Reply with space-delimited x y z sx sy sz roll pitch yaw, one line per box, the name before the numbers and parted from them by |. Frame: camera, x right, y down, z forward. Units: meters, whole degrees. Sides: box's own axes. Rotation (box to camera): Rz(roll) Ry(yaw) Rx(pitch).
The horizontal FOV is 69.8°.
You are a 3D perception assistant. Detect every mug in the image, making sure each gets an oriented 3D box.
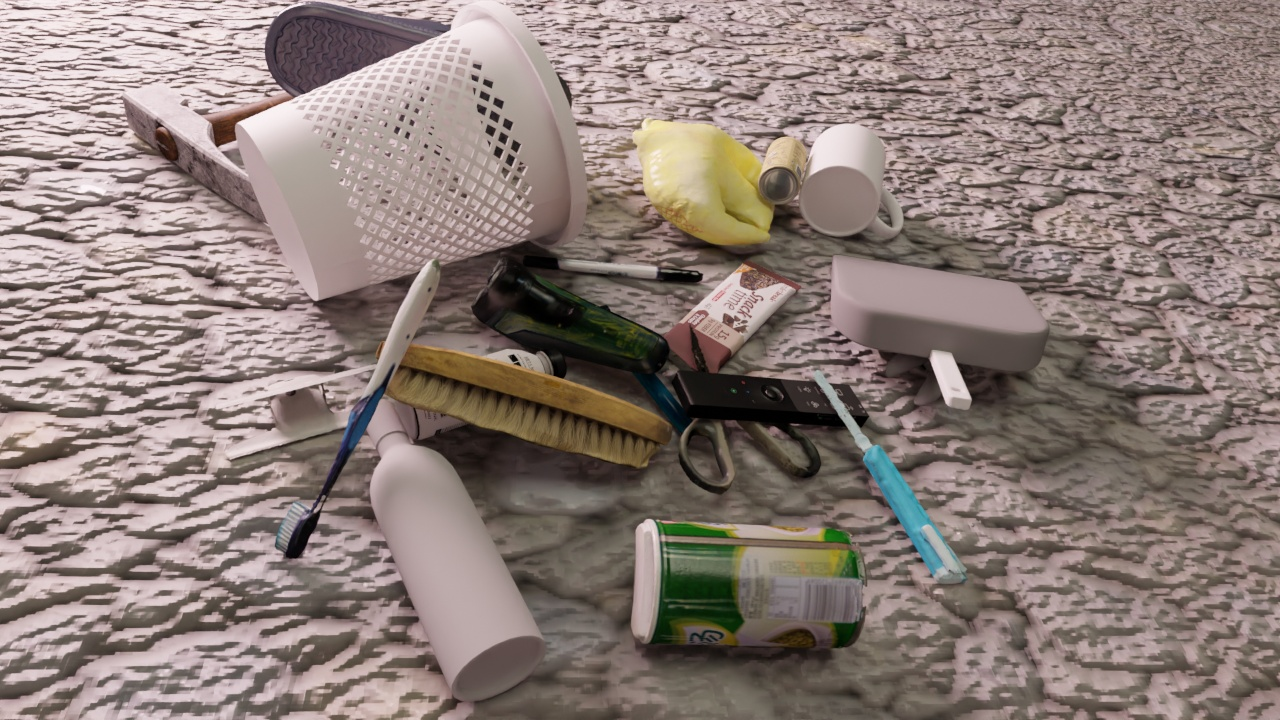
mug | 0.208 -0.162 0.878 0.110 0.074 0.090 36 40 -11

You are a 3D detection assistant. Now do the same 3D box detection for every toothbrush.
toothbrush | -0.160 0.026 0.522 0.017 0.189 0.016 26 -2 23

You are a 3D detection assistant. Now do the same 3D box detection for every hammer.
hammer | -0.283 -0.227 0.859 0.218 0.037 0.299 34 45 24

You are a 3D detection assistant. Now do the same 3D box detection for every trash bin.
trash bin | -0.176 -0.144 0.691 0.199 0.196 0.195 -27 53 -23

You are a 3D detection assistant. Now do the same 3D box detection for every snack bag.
snack bag | 0.073 -0.038 0.742 0.057 0.013 0.157 31 44 19

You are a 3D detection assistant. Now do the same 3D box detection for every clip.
clip | -0.220 0.028 0.593 0.101 0.052 0.058 -15 76 -28

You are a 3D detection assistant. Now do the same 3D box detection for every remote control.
remote control | 0.094 0.028 0.648 0.149 0.013 0.034 5 40 -26

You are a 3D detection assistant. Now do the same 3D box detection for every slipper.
slipper | -0.198 -0.255 0.838 0.268 0.111 0.083 12 28 -21

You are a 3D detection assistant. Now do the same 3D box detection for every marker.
marker | -0.022 -0.076 0.766 0.152 0.011 0.011 5 41 -7

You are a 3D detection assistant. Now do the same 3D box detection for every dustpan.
dustpan | 0.230 -0.026 0.708 0.163 0.033 0.257 10 21 7

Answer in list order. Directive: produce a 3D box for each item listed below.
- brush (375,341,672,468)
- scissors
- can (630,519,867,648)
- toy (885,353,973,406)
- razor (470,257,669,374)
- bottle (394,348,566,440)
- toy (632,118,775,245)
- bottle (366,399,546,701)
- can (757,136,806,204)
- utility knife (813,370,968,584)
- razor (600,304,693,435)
brush | -0.070 0.029 0.575 0.195 0.043 0.059 18 -5 -21
scissors | 0.055 0.035 0.640 0.157 0.013 0.165 29 39 5
can | 0.057 0.125 0.513 0.121 0.067 0.067 4 41 -9
toy | 0.237 -0.002 0.726 0.049 0.030 0.111 47 45 15
razor | -0.051 -0.029 0.658 0.151 0.067 0.053 22 73 21
bottle | -0.104 0.017 0.618 0.115 0.041 0.041 -18 49 -30
toy | 0.061 -0.171 0.851 0.155 0.065 0.170 32 38 -3
bottle | -0.118 0.094 0.519 0.052 0.053 0.195 -15 47 -27
can | 0.133 -0.178 0.854 0.038 0.038 0.079 16 35 5
utility knife | 0.165 0.072 0.622 0.022 0.015 0.178 -10 53 -22
razor | -0.004 0.004 0.671 0.042 0.022 0.144 -20 50 -30
